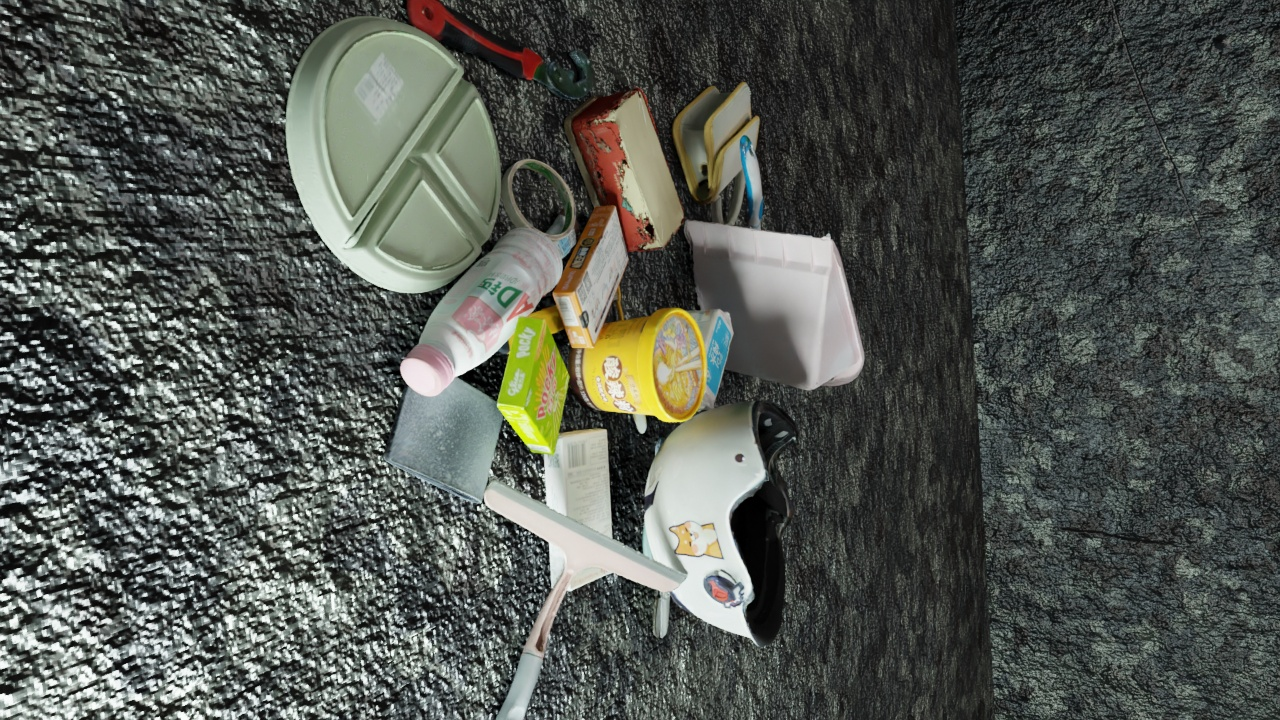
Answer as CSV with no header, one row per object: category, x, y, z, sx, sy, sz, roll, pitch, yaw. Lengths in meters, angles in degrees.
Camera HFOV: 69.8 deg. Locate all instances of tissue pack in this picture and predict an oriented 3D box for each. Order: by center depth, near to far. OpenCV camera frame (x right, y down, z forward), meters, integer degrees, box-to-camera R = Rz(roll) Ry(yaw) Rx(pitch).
tissue pack,0.054,0.001,1.099,0.063,0.090,0.139,52,46,-42

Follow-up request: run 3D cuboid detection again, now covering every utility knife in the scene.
utility knife,-0.092,-0.038,0.934,0.194,0.015,0.033,-26,114,-59

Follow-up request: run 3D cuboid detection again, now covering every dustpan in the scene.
dustpan,0.188,-0.071,1.215,0.138,0.223,0.274,-29,126,-42

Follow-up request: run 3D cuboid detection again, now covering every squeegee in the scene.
squeegee,-0.097,0.276,0.877,0.247,0.040,0.249,33,68,-28

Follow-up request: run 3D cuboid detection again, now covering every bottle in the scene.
bottle,-0.139,-0.044,0.804,0.196,0.068,0.068,-55,133,-45

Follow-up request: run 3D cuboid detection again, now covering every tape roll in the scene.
tape roll,-0.100,-0.157,0.905,0.085,0.014,0.085,22,58,-40

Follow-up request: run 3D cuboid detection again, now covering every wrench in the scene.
wrench,-0.126,-0.301,0.894,0.272,0.016,0.056,-6,91,-59

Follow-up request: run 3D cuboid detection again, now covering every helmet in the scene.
helmet,0.085,0.177,1.043,0.229,0.157,0.274,-36,128,-65

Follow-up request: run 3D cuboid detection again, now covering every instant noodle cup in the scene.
instant noodle cup,-0.006,0.006,0.977,0.118,0.115,0.118,4,86,-58

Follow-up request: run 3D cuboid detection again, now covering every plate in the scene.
plate,-0.193,-0.171,0.768,0.229,0.028,0.230,8,81,-59

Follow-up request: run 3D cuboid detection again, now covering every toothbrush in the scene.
toothbrush,-0.017,-0.005,1.055,0.018,0.016,0.191,-24,109,-45

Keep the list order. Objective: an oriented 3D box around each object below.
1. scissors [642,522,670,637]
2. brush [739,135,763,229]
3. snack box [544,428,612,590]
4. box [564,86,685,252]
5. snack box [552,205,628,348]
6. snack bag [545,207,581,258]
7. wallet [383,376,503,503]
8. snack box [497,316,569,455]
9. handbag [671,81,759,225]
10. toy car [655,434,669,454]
scissors,0.041,0.252,1.133,0.131,0.019,0.185,-13,101,-58
brush,0.145,-0.162,1.238,0.060,0.110,0.315,-61,137,-36
snack box,-0.063,0.152,0.958,0.084,0.027,0.157,-4,91,-59
box,-0.008,-0.209,1.019,0.091,0.080,0.168,-55,132,-46
snack box,-0.049,-0.090,0.967,0.153,0.026,0.075,-71,155,-43
snack bag,-0.089,-0.117,0.932,0.103,0.026,0.048,-62,146,-42
wallet,-0.169,0.061,0.803,0.121,0.019,0.097,39,53,-49
snack box,-0.096,0.028,0.853,0.156,0.026,0.085,78,21,-69
handbag,0.118,-0.273,1.254,0.162,0.063,0.179,-52,134,-44
toy car,0.052,0.116,1.142,0.090,0.034,0.043,13,81,-44
